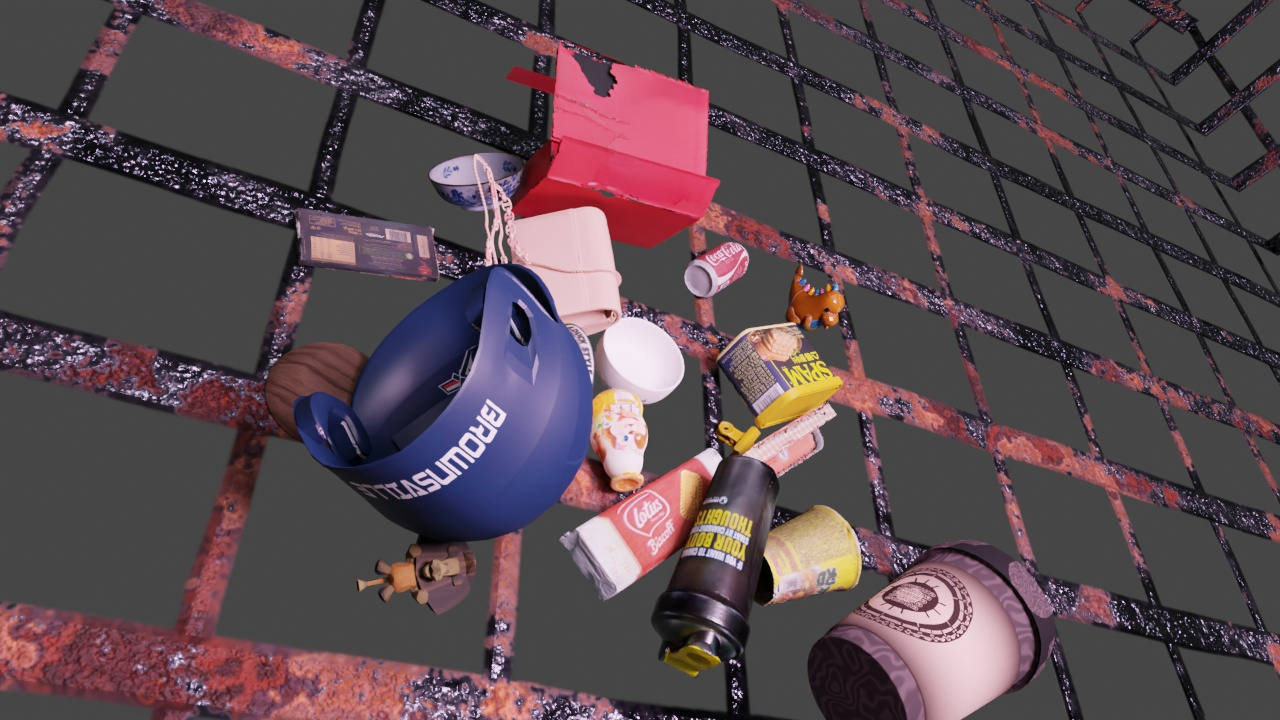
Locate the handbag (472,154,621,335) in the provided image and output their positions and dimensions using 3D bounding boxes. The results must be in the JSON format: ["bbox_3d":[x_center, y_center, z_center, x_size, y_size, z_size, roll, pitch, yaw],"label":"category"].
[{"bbox_3d":[-0.094,-0.120,1.012,0.117,0.187,0.198,-13,57,6],"label":"handbag"}]

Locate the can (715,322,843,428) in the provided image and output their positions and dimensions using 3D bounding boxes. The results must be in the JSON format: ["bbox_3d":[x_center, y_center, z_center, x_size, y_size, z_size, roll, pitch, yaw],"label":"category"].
[{"bbox_3d":[0.174,0.015,1.158,0.135,0.075,0.104,-9,59,-50],"label":"can"}]

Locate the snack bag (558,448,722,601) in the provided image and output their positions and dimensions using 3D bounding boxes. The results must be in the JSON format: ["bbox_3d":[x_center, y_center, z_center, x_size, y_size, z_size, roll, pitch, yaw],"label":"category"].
[{"bbox_3d":[0.021,0.167,0.975,0.224,0.041,0.077,-24,74,-44],"label":"snack bag"}]

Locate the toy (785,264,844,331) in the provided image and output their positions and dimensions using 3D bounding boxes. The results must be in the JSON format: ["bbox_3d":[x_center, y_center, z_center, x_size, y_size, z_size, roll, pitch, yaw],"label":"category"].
[{"bbox_3d":[0.245,-0.091,1.280,0.070,0.090,0.103,3,76,-32],"label":"toy"}]

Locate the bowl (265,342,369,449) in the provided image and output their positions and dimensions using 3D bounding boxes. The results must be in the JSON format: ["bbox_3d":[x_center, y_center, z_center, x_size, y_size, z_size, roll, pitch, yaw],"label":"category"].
[{"bbox_3d":[-0.294,0.025,0.880,0.119,0.032,0.119,18,49,-22],"label":"bowl"}]

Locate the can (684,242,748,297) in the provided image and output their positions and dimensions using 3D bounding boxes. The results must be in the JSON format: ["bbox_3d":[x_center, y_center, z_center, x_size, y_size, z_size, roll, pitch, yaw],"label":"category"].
[{"bbox_3d":[0.105,-0.125,1.246,0.054,0.054,0.096,48,45,8],"label":"can"}]

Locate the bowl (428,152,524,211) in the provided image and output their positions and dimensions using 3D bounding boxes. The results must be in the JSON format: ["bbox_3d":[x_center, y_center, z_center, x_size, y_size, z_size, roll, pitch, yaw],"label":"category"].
[{"bbox_3d":[-0.194,-0.210,1.105,0.114,0.045,0.114,-4,31,2],"label":"bowl"}]

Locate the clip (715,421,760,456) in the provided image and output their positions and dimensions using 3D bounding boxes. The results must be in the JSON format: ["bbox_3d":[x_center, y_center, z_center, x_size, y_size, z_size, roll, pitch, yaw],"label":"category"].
[{"bbox_3d":[0.116,0.093,1.103,0.054,0.045,0.048,-42,110,-44],"label":"clip"}]

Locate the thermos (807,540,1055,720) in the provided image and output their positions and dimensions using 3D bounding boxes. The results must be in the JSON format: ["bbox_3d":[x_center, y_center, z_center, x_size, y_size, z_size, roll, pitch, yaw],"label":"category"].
[{"bbox_3d":[0.301,0.305,0.970,0.225,0.173,0.172,-17,68,-34],"label":"thermos"}]

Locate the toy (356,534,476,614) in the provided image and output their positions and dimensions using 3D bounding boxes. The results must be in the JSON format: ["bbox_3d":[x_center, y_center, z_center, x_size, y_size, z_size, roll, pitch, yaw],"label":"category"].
[{"bbox_3d":[-0.195,0.186,0.803,0.100,0.063,0.076,-6,80,-30],"label":"toy"}]

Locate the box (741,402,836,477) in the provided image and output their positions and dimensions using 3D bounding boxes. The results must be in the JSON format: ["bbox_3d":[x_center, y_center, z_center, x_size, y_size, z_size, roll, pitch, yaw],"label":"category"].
[{"bbox_3d":[0.173,0.107,1.102,0.054,0.079,0.186,20,31,39],"label":"box"}]

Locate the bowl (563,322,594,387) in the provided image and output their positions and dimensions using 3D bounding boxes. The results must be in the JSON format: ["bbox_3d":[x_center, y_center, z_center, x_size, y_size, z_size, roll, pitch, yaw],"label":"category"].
[{"bbox_3d":[-0.107,0.015,0.971,0.068,0.117,0.117,7,36,28],"label":"bowl"}]

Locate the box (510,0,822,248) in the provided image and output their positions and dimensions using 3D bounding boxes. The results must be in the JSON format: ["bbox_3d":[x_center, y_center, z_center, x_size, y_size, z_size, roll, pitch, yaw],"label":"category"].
[{"bbox_3d":[0.015,-0.276,1.054,0.211,0.411,0.107,10,51,-26],"label":"box"}]

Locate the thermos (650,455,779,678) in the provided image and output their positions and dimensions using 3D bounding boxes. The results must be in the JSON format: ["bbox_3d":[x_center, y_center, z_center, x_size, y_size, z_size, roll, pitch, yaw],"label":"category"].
[{"bbox_3d":[0.080,0.204,0.920,0.098,0.098,0.220,31,53,-10],"label":"thermos"}]

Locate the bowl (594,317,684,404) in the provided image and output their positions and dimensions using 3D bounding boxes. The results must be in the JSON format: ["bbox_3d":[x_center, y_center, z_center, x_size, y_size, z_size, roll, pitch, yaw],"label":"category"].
[{"bbox_3d":[-0.006,0.006,1.071,0.105,0.054,0.104,18,47,-20],"label":"bowl"}]

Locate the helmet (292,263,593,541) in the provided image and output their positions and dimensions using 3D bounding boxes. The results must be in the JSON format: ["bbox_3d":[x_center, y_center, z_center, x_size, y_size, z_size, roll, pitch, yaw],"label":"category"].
[{"bbox_3d":[-0.153,0.031,0.816,0.223,0.232,0.272,44,19,-49],"label":"helmet"}]

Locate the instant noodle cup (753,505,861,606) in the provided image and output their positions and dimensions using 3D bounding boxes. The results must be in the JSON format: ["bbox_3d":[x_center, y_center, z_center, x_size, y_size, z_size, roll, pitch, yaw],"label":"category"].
[{"bbox_3d":[0.168,0.218,0.999,0.108,0.102,0.102,-12,64,-29],"label":"instant noodle cup"}]

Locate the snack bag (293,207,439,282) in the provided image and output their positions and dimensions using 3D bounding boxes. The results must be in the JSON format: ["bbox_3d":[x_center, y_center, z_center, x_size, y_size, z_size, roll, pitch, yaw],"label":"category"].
[{"bbox_3d":[-0.298,-0.127,1.005,0.155,0.018,0.074,5,54,-30],"label":"snack bag"}]

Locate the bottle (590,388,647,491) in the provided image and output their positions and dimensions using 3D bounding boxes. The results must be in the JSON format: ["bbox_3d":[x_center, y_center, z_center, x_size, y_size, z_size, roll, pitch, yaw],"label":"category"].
[{"bbox_3d":[-0.023,0.086,0.991,0.063,0.063,0.109,9,53,-28],"label":"bottle"}]
